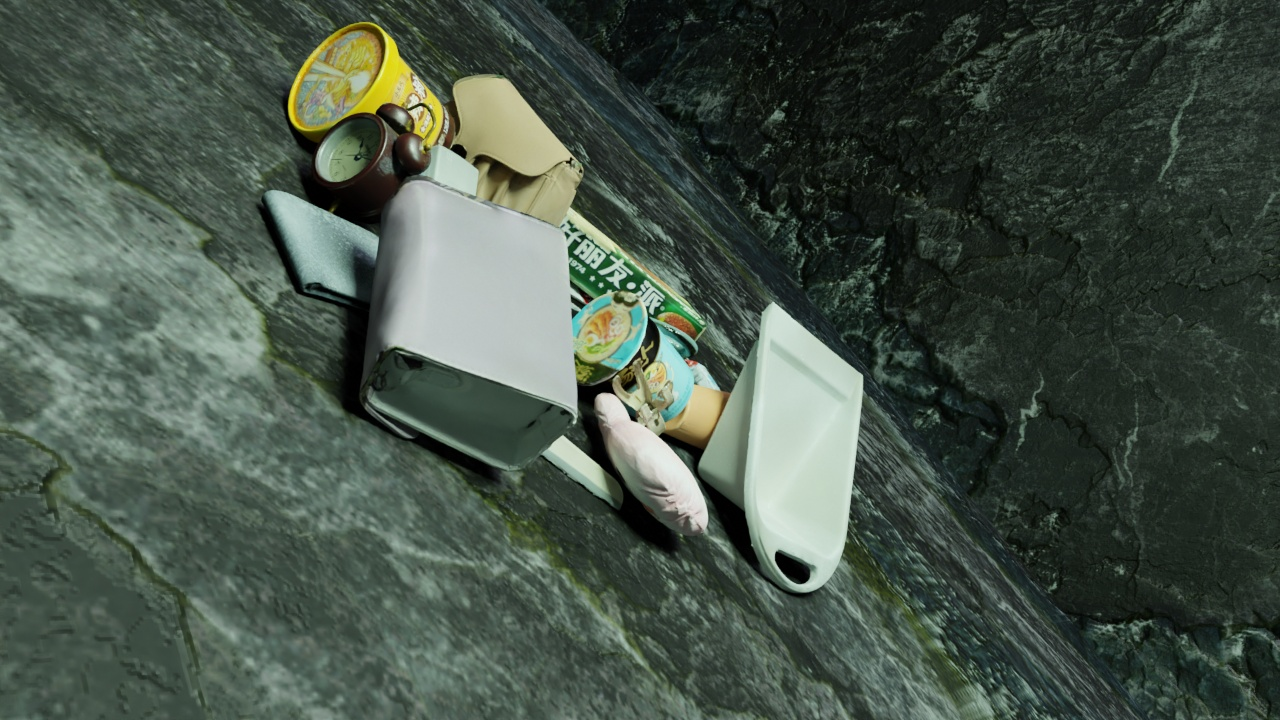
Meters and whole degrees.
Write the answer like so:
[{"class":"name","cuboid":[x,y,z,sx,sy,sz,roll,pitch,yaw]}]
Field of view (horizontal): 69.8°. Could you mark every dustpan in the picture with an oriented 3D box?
[{"class":"dustpan","cuboid":[0.184,0.111,1.014,0.222,0.257,0.143,32,-1,-43]}]

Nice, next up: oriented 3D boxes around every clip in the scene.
[{"class":"clip","cuboid":[-0.003,0.034,0.883,0.089,0.035,0.104,48,-12,6]}]

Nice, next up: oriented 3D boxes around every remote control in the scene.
[{"class":"remote control","cuboid":[-0.172,-0.115,0.798,0.056,0.019,0.135,26,66,-58]},{"class":"remote control","cuboid":[-0.047,-0.051,1.103,0.136,0.020,0.055,33,23,-42]}]

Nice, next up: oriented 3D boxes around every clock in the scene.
[{"class":"clock","cuboid":[-0.220,-0.170,0.772,0.082,0.122,0.055,58,7,33]}]

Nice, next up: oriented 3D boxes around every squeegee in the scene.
[{"class":"squeegee","cuboid":[-0.104,-0.013,0.837,0.246,0.039,0.246,40,18,-25]}]

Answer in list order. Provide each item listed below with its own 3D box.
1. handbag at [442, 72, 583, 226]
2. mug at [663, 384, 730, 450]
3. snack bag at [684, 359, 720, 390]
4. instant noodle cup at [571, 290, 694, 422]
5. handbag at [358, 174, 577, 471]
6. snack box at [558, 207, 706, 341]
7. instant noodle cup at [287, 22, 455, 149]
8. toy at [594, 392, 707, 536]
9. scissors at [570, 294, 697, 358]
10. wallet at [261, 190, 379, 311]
[{"class":"handbag","cuboid":[-0.156,-0.197,0.938,0.204,0.148,0.099,52,15,30]},{"class":"mug","cuboid":[0.067,0.063,1.040,0.122,0.078,0.078,21,31,-47]},{"class":"snack bag","cuboid":[0.090,0.037,1.231,0.105,0.026,0.045,56,9,23]},{"class":"instant noodle cup","cuboid":[-0.006,0.006,0.945,0.120,0.111,0.111,41,17,-41]},{"class":"handbag","cuboid":[-0.128,-0.032,0.673,0.145,0.099,0.196,29,36,-33]},{"class":"snack box","cuboid":[-0.034,-0.104,1.123,0.240,0.063,0.114,37,9,-21]},{"class":"instant noodle cup","cuboid":[-0.246,-0.232,0.863,0.114,0.118,0.118,40,16,-52]},{"class":"toy","cuboid":[0.006,0.093,0.830,0.121,0.054,0.159,55,-2,-35]},{"class":"scissors","cuboid":[-0.014,-0.022,1.039,0.174,0.019,0.177,18,-21,16]},{"class":"wallet","cuboid":[-0.229,-0.076,0.711,0.120,0.019,0.097,22,32,-59]}]
